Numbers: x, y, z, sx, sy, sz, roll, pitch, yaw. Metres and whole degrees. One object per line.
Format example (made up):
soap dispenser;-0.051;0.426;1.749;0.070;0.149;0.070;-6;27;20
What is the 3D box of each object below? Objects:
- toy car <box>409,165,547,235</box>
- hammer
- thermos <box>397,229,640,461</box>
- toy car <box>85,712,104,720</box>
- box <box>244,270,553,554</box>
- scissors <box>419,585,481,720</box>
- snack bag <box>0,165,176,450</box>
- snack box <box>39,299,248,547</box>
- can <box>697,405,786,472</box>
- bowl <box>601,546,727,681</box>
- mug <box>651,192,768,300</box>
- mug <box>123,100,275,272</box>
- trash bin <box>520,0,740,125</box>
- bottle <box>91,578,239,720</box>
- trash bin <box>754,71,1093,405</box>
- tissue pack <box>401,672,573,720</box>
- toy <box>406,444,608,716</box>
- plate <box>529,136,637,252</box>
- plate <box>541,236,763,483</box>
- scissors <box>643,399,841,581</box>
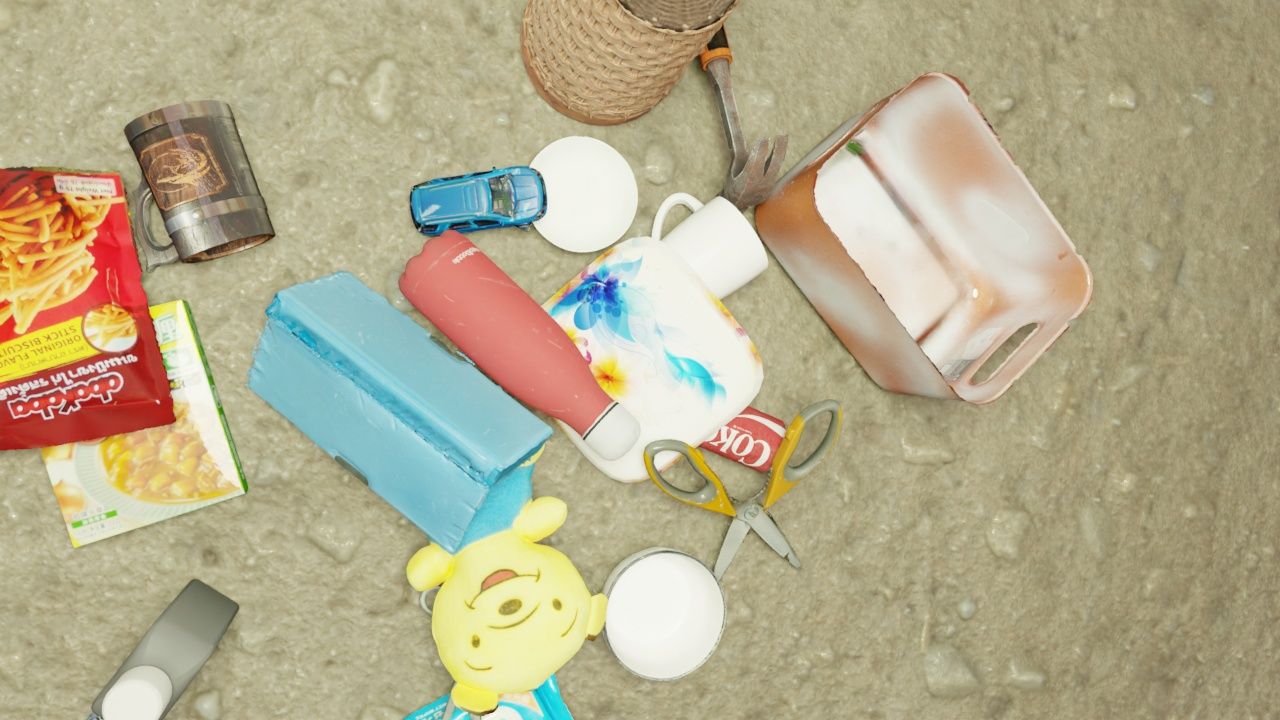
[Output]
toy car;-0.140;-0.136;0.790;0.120;0.043;0.056;-7;92;3
hammer;0.067;-0.296;0.830;0.035;0.138;0.314;-12;85;-13
thermos;-0.096;-0.007;0.772;0.240;0.073;0.073;42;79;4
toy car;-0.401;0.320;0.738;0.048;0.032;0.105;-36;94;-12
box;-0.201;0.040;0.749;0.231;0.094;0.112;36;118;8
scissors;-0.134;0.245;0.787;0.146;0.014;0.141;-26;63;-21
snack bag;-0.445;-0.039;0.701;0.138;0.067;0.208;-10;89;-19
snack box;-0.409;0.049;0.738;0.131;0.027;0.168;-17;94;-15
can;0.086;0.065;0.860;0.096;0.054;0.054;24;84;-14
bowl;0.014;0.224;0.834;0.116;0.066;0.116;0;90;-15
mug;0.048;-0.104;0.845;0.087;0.081;0.114;-36;68;-6
mug;-0.363;-0.134;0.732;0.116;0.080;0.107;-18;97;14
trash bin;-0.011;-0.292;0.752;0.151;0.210;0.151;0;89;-15
bottle;-0.353;0.225;0.677;0.046;0.174;0.083;37;81;-12
trash bin;0.250;-0.104;0.852;0.181;0.157;0.260;-43;102;-12
tissue pack;-0.150;0.346;0.792;0.209;0.066;0.117;-27;97;-16
toy;-0.118;0.171;0.771;0.149;0.084;0.214;-21;77;-8
plate;-0.056;-0.149;0.835;0.104;0.026;0.104;0;89;-15
plate;-0.005;0.005;0.811;0.187;0.016;0.187;-39;96;13
scissors;0.106;0.117;0.841;0.229;0.016;0.225;-43;118;6
